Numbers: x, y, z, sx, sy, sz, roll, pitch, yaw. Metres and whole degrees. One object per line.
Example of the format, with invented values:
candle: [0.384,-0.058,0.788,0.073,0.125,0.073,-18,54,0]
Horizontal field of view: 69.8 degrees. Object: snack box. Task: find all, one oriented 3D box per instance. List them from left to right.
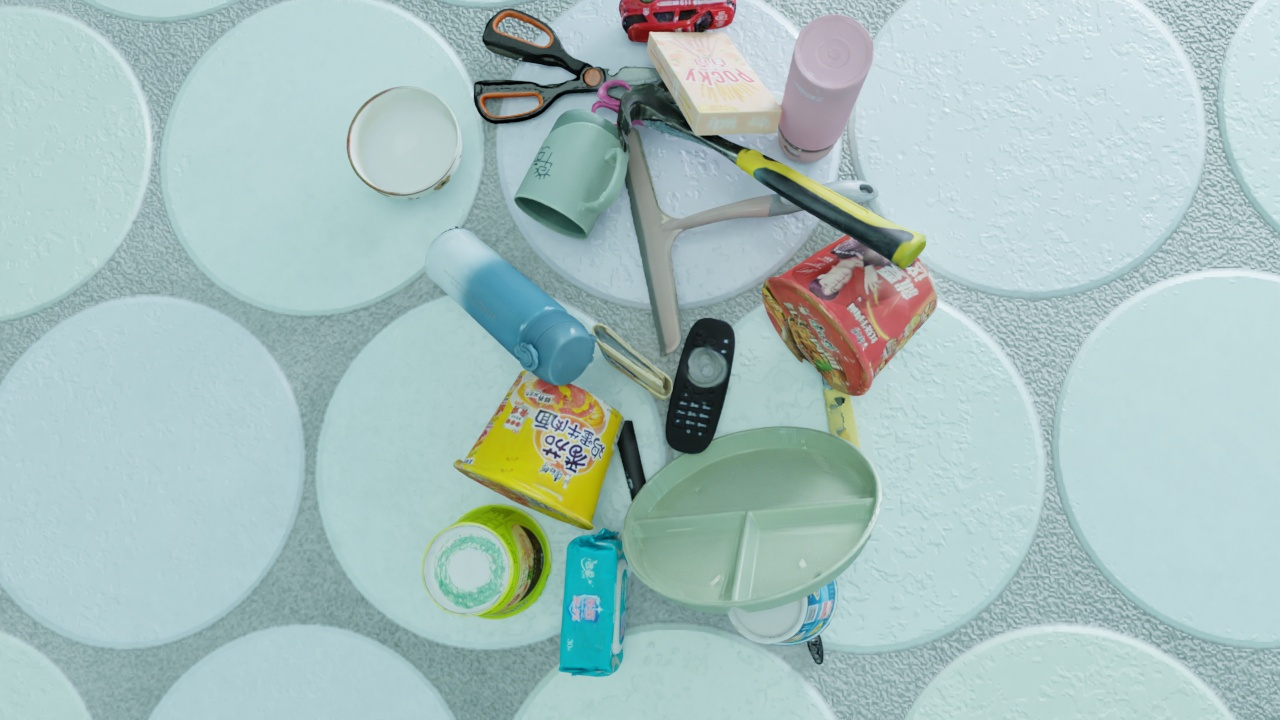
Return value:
snack box: [0.068,-0.270,0.887,0.084,0.026,0.157,-6,46,-18]

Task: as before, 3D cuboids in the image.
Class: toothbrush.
toothbrush: [0.148,0.195,0.875,0.014,0.018,0.189,-14,80,8]

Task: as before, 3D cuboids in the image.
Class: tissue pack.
tissue pack: [-0.040,0.220,0.845,0.050,0.093,0.133,2,83,8]

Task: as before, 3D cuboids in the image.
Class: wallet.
wallet: [-0.005,0.005,0.860,0.087,0.115,0.024,41,84,8]

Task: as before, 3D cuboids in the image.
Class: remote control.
remote control: [0.059,0.025,0.899,0.053,0.024,0.136,12,80,12]

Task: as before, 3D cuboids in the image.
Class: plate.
plate: [0.096,0.135,0.803,0.230,0.230,0.027,-18,118,1]

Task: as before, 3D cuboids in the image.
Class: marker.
marker: [-0.001,0.123,0.893,0.022,0.020,0.132,-12,82,-15]

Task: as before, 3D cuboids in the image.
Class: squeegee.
squeegee: [0.117,-0.149,0.908,0.249,0.040,0.247,-11,75,-2]

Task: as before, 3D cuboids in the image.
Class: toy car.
toy car: [0.039,-0.354,0.941,0.120,0.053,0.045,-5,83,6]

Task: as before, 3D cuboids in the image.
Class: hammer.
hammer: [0.110,-0.174,0.840,0.323,0.032,0.125,36,49,23]

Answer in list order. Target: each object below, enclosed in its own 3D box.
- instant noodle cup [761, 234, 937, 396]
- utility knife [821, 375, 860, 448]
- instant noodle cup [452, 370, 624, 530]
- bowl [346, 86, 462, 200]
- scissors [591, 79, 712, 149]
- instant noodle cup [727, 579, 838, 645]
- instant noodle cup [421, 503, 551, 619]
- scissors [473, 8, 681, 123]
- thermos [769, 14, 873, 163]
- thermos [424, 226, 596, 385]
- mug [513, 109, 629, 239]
instant noodle cup: [0.198,-0.053,0.850,0.108,0.138,0.138,-39,81,-11]
utility knife: [0.198,0.088,0.890,0.031,0.018,0.166,-8,77,-3]
instant noodle cup: [-0.086,0.080,0.851,0.138,0.138,0.109,22,76,6]
bowl: [-0.233,-0.214,0.933,0.113,0.062,0.113,0,83,3]
scissors: [0.014,-0.242,0.930,0.133,0.017,0.056,25,82,7]
instant noodle cup: [0.121,0.211,0.817,0.099,0.110,0.099,-3,80,17]
instant noodle cup: [-0.145,0.188,0.840,0.112,0.123,0.111,0,82,3]
scissors: [-0.069,-0.284,0.957,0.229,0.021,0.190,39,91,2]
thermos: [0.156,-0.245,0.843,0.087,0.198,0.067,39,88,6]
thermos: [-0.124,-0.052,0.849,0.070,0.070,0.220,-47,50,-4]
mug: [-0.055,-0.182,0.896,0.112,0.082,0.106,19,78,45]
